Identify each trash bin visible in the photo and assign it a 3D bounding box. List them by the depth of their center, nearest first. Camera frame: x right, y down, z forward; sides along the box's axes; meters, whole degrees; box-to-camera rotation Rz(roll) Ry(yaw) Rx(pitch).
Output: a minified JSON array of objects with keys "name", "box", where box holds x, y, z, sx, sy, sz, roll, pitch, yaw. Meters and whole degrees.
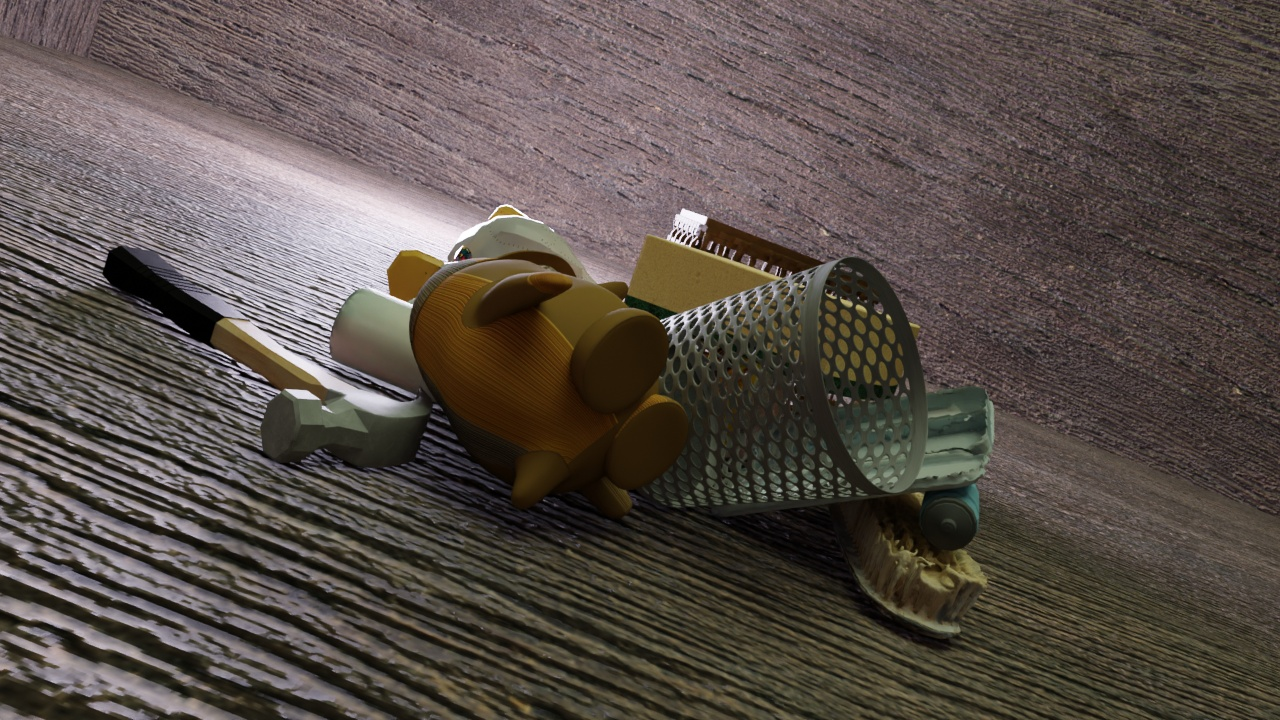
[{"name":"trash bin","box":[0.084,0.026,0.653,0.184,0.156,0.156,-14,-15,38]}]

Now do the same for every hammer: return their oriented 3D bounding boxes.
[{"name":"hammer","box":[-0.274,-0.012,0.634,0.328,0.039,0.131,26,9,31]}]

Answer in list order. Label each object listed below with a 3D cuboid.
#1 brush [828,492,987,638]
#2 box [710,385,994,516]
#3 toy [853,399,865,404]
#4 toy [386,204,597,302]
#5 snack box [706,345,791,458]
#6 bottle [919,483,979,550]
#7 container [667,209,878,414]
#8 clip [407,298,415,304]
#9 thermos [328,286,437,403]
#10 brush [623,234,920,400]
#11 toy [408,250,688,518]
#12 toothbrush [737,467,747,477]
[{"name":"brush","box":[0.204,0.142,0.735,0.083,0.057,0.271,24,10,2]},{"name":"box","box":[0.176,0.080,0.742,0.210,0.061,0.192,-13,17,25]},{"name":"toy","box":[0.217,0.088,1.036,0.105,0.074,0.085,-28,-1,-31]},{"name":"toy","box":[-0.150,-0.089,1.039,0.246,0.141,0.267,15,18,-11]},{"name":"snack box","box":[0.101,0.040,0.937,0.061,0.106,0.083,27,11,33]},{"name":"bottle","box":[0.227,0.109,0.672,0.040,0.040,0.129,24,11,17]},{"name":"container","box":[0.144,-0.057,1.251,0.251,0.214,0.219,19,10,-10]},{"name":"clip","box":[-0.122,-0.040,0.827,0.125,0.075,0.143,32,35,18]},{"name":"thermos","box":[-0.126,0.013,0.721,0.230,0.068,0.068,21,9,5]},{"name":"brush","box":[0.129,-0.042,0.893,0.250,0.075,0.194,24,10,32]},{"name":"toy","box":[-0.072,-0.004,0.613,0.162,0.199,0.203,-35,43,-23]},{"name":"toothbrush","box":[0.155,0.120,0.882,0.154,0.016,0.022,15,-22,-35]}]
